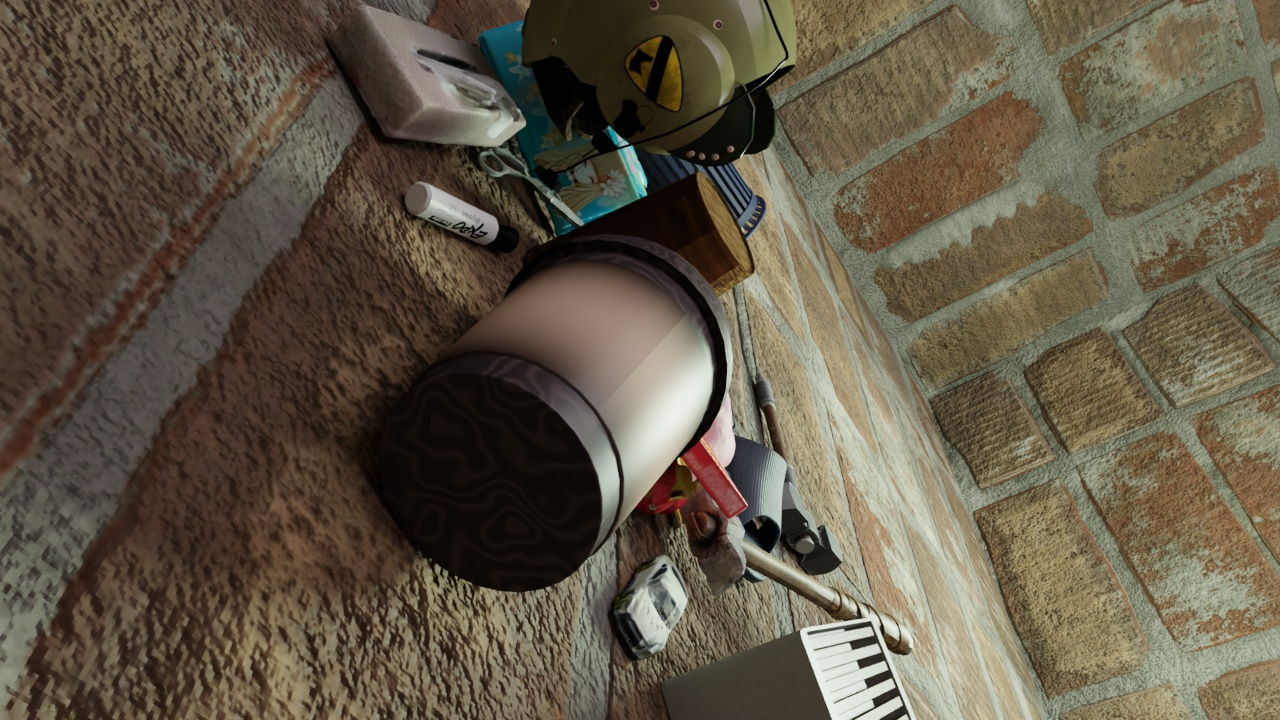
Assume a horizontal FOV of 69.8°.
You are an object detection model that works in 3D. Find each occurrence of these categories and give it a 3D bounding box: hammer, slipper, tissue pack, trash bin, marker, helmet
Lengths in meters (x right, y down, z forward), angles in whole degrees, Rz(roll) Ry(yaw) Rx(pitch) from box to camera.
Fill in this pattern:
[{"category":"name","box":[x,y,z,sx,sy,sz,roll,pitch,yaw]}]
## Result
[{"category":"hammer","box":[0.158,0.214,0.861,0.318,0.049,0.121,34,19,-32]},{"category":"hammer","box":[0.183,0.119,1.204,0.156,0.043,0.321,49,21,-34]},{"category":"slipper","box":[0.111,0.107,0.971,0.101,0.083,0.263,45,26,-46]},{"category":"tissue pack","box":[-0.155,-0.225,0.744,0.104,0.071,0.181,56,18,4]},{"category":"trash bin","box":[0.040,-0.259,1.187,0.249,0.139,0.139,50,23,-28]},{"category":"marker","box":[-0.134,-0.108,0.716,0.125,0.025,0.025,19,47,-63]},{"category":"helmet","box":[0.008,-0.266,0.805,0.233,0.256,0.249,62,21,-7]},{"category":"trash bin","box":[0.131,0.285,0.734,0.228,0.115,0.114,24,42,-60]}]

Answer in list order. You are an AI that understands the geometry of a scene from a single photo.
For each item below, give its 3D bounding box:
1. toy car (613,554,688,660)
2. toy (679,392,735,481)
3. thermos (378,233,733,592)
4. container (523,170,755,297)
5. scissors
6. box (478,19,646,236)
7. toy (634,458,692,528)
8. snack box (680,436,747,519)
[{"category":"toy car","box":[0.012,0.184,0.694,0.048,0.033,0.105,63,20,-3]},{"category":"toy","box":[0.062,0.073,0.875,0.098,0.053,0.096,-19,125,-55]},{"category":"thermos","box":[-0.046,0.026,0.571,0.173,0.173,0.225,59,26,-9]},{"category":"container","box":[0.004,-0.082,0.813,0.132,0.167,0.132,50,23,-31]},{"category":"scissors","box":[-0.097,-0.169,0.857,0.171,0.014,0.090,26,42,-33]},{"category":"box","box":[-0.054,-0.241,0.937,0.172,0.084,0.227,-14,77,-42]},{"category":"toy","box":[0.012,0.095,0.780,0.105,0.067,0.137,63,7,-6]},{"category":"snack box","box":[0.039,0.062,0.761,0.089,0.021,0.133,54,3,-34]}]
